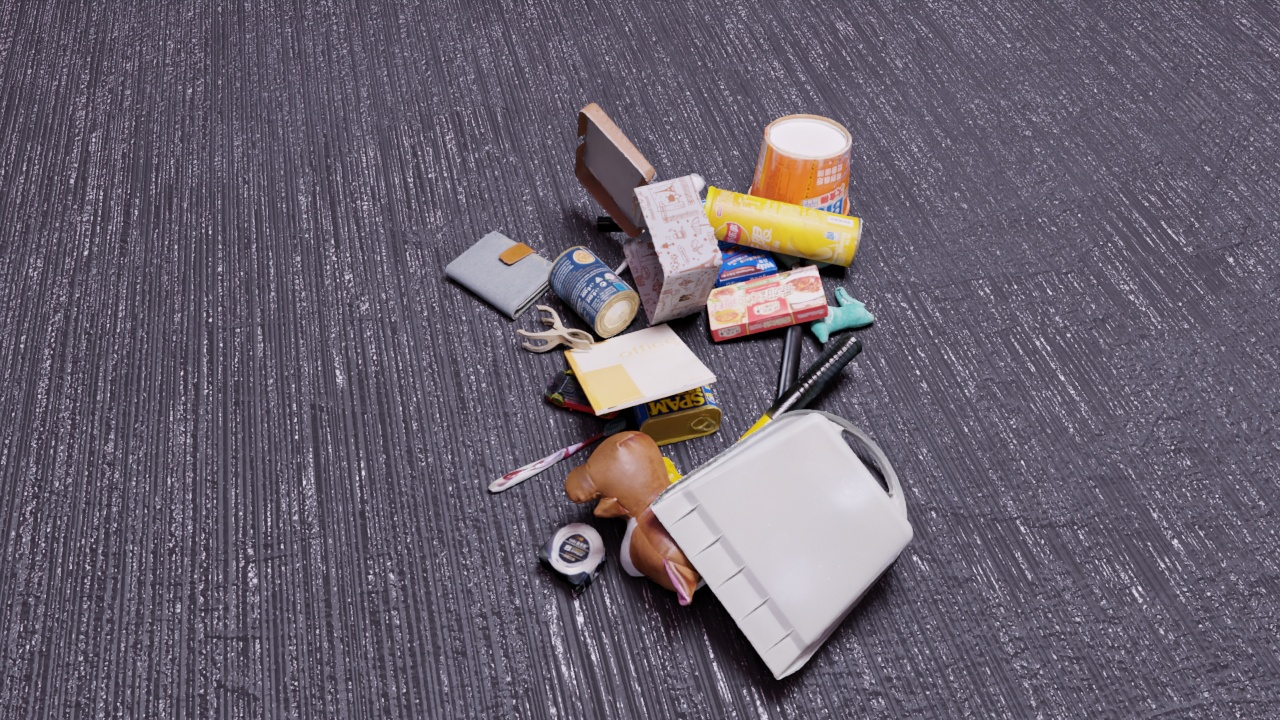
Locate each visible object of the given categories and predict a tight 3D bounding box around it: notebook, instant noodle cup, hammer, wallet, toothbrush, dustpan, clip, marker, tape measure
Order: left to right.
[{"bbox_3d":[-0.190,-0.126,1.279,0.130,0.037,0.106,32,62,23],"label":"wallet"},{"bbox_3d":[-0.110,-0.044,1.209,0.101,0.035,0.096,-7,47,9],"label":"clip"},{"bbox_3d":[-0.098,0.113,1.111,0.187,0.017,0.016,-25,58,-16],"label":"toothbrush"},{"bbox_3d":[-0.072,0.217,1.025,0.066,0.034,0.065,35,65,22],"label":"tape measure"},{"bbox_3d":[-0.007,0.007,1.126,0.145,0.010,0.206,-16,23,-9],"label":"notebook"},{"bbox_3d":[0.002,-0.201,1.335,0.132,0.022,0.020,0,47,2],"label":"marker"},{"bbox_3d":[0.017,-0.181,1.299,0.220,0.026,0.027,-51,25,-17],"label":"toothbrush"},{"bbox_3d":[0.157,0.075,1.095,0.300,0.033,0.129,-43,66,-14],"label":"hammer"},{"bbox_3d":[0.198,-0.029,1.193,0.027,0.026,0.212,1,55,18],"label":"toothbrush"},{"bbox_3d":[0.178,0.171,1.005,0.257,0.143,0.222,-36,81,-4],"label":"dustpan"},{"bbox_3d":[0.232,-0.273,1.308,0.151,0.112,0.151,0,43,0],"label":"instant noodle cup"}]

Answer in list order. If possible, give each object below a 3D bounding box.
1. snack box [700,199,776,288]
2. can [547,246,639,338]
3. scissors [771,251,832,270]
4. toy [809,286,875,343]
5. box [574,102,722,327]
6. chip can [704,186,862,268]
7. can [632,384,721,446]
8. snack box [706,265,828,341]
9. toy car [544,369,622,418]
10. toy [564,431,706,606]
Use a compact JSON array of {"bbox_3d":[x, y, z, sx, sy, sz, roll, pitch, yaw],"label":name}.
[{"bbox_3d":[0.127,-0.170,1.304,0.084,0.026,0.157,-13,55,-9],"label":"snack box"},{"bbox_3d":[-0.062,-0.091,1.221,0.075,0.075,0.111,-33,57,-20],"label":"can"},{"bbox_3d":[0.249,-0.141,1.286,0.129,0.019,0.185,-5,55,-1],"label":"scissors"},{"bbox_3d":[0.263,-0.062,1.221,0.092,0.030,0.096,-8,46,-10],"label":"toy"},{"bbox_3d":[0.003,-0.193,1.192,0.102,0.179,0.260,-18,74,-11],"label":"box"},{"bbox_3d":[0.190,-0.183,1.253,0.213,0.072,0.071,12,55,3],"label":"chip can"},{"bbox_3d":[0.039,0.051,1.129,0.102,0.057,0.083,-12,52,-7],"label":"can"},{"bbox_3d":[0.165,-0.075,1.209,0.153,0.025,0.075,-13,47,10],"label":"snack box"},{"bbox_3d":[-0.070,0.043,1.153,0.106,0.031,0.049,13,52,20],"label":"toy car"},{"bbox_3d":[0.009,0.177,1.002,0.199,0.131,0.139,44,27,17],"label":"toy"}]
